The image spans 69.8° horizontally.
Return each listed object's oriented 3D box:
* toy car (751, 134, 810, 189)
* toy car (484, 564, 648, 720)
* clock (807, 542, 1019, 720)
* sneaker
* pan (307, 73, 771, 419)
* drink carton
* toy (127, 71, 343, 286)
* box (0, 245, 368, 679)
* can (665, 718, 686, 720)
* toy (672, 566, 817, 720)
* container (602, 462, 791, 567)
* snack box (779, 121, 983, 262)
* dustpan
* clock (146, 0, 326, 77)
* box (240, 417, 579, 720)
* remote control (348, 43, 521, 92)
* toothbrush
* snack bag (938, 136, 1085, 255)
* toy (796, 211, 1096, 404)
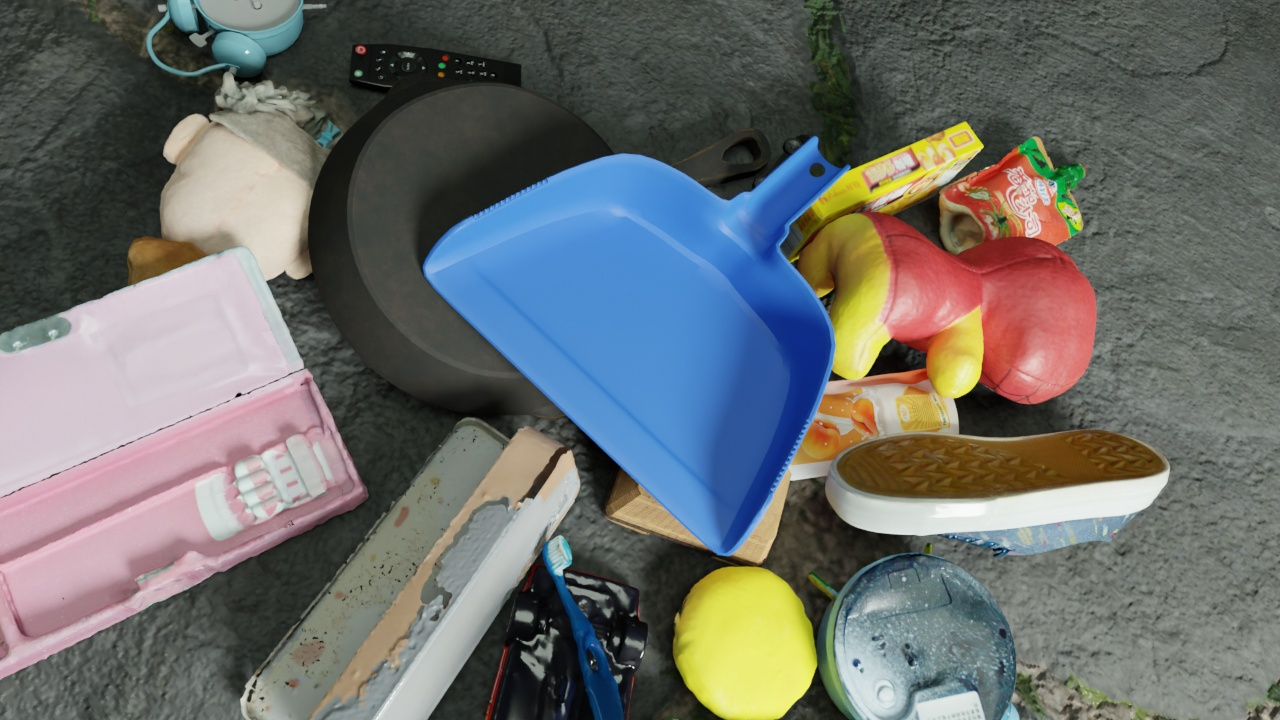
[{"bbox_3d":[0.107,-0.130,0.689,0.036,0.042,0.091,35,67,6],"label":"toy car"},{"bbox_3d":[-0.048,0.209,0.520,0.081,0.056,0.189,15,57,-6],"label":"toy car"},{"bbox_3d":[0.170,0.198,0.565,0.118,0.060,0.162,-7,71,-13],"label":"clock"},{"bbox_3d":[0.234,0.098,0.606,0.235,0.079,0.087,-2,28,-13],"label":"sneaker"},{"bbox_3d":[-0.041,-0.104,0.623,0.355,0.043,0.248,-25,91,-27],"label":"pan"},{"bbox_3d":[0.154,0.043,0.639,0.122,0.039,0.069,-7,72,-7],"label":"drink carton"},{"bbox_3d":[-0.252,-0.095,0.588,0.132,0.076,0.175,42,64,-10],"label":"toy"},{"bbox_3d":[-0.300,0.056,0.529,0.232,0.059,0.179,-24,92,-19],"label":"box"},{"bbox_3d":[0.053,0.239,0.529,0.101,0.053,0.053,10,67,-7],"label":"can"},{"bbox_3d":[0.065,0.173,0.563,0.094,0.041,0.095,25,62,-7],"label":"toy"},{"bbox_3d":[0.040,0.083,0.582,0.114,0.061,0.063,20,66,-3],"label":"container"},{"bbox_3d":[0.175,-0.124,0.683,0.152,0.075,0.025,-25,77,-19],"label":"snack box"},{"bbox_3d":[0.045,-0.057,0.575,0.245,0.060,0.256,43,58,6],"label":"dustpan"},{"bbox_3d":[-0.293,-0.245,0.655,0.087,0.042,0.123,42,66,6],"label":"clock"},{"bbox_3d":[-0.120,0.130,0.517,0.094,0.108,0.215,39,67,-8],"label":"box"},{"bbox_3d":[-0.152,-0.215,0.688,0.124,0.010,0.039,2,69,-10],"label":"remote control"},{"bbox_3d":[-0.031,0.159,0.515,0.021,0.016,0.132,8,49,-44],"label":"toothbrush"},{"bbox_3d":[0.306,-0.126,0.735,0.154,0.044,0.087,-27,88,-26],"label":"snack bag"},{"bbox_3d":[0.221,-0.037,0.634,0.216,0.099,0.147,8,51,-16],"label":"toy"}]
